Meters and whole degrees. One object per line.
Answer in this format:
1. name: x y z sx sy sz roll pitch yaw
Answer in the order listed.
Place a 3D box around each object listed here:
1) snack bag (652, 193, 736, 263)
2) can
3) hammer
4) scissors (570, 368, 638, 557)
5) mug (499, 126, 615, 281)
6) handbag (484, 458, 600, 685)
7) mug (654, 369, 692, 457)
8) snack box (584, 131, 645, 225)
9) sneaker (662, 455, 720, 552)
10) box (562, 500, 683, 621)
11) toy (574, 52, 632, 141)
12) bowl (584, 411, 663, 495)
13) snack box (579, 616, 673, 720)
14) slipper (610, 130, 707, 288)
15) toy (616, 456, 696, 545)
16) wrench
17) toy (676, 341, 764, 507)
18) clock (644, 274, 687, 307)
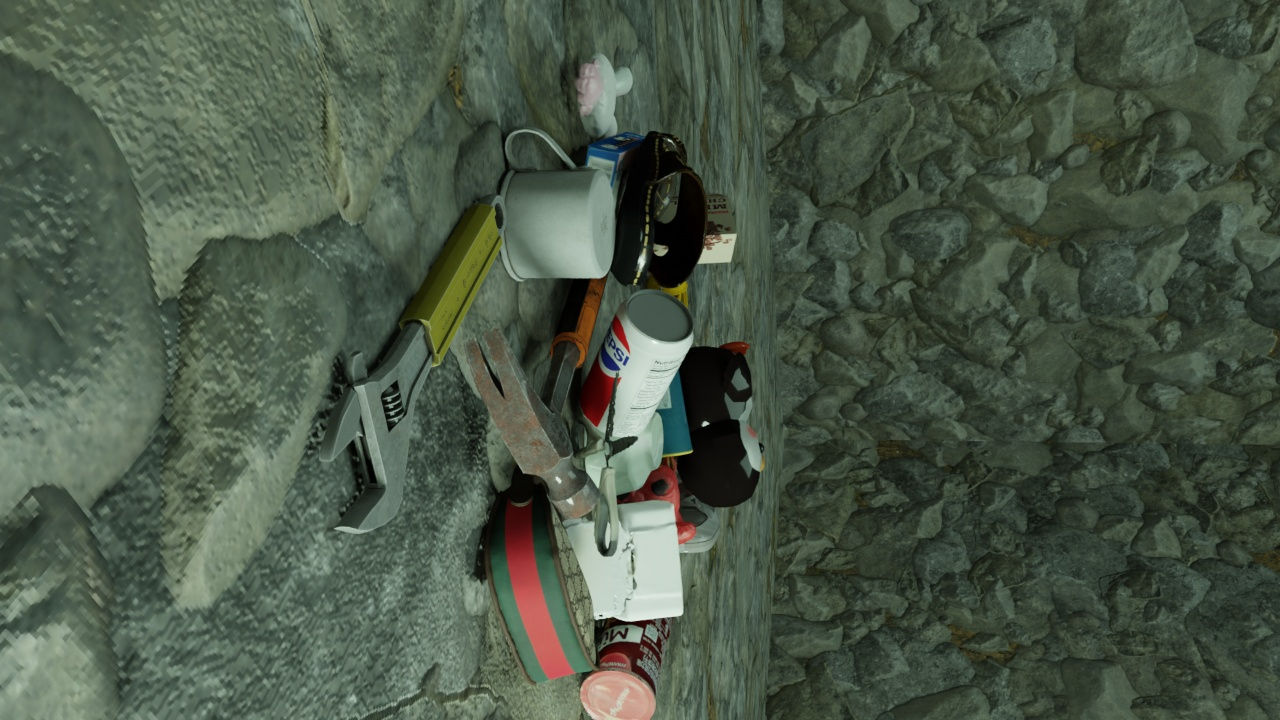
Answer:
1. snack bag: 0.048 -0.144 1.013 0.206 0.094 0.070 -90 177 -78
2. can: -0.005 0.005 0.815 0.070 0.070 0.132 -77 -170 -46
3. hammer: -0.061 -0.027 0.723 0.138 0.035 0.313 59 20 -25
4. scissors: -0.031 0.080 0.754 0.157 0.012 0.171 -148 -122 -63
5. mug: -0.062 -0.115 0.677 0.084 0.070 0.113 -61 150 -66
6. handbag: -0.072 0.151 0.682 0.138 0.063 0.167 -102 178 -57
7. mug: 0.013 0.044 1.008 0.078 0.078 0.121 -3 88 -77
8. snack box: -0.025 -0.167 0.877 0.153 0.033 0.088 -56 161 -68
9. sneaker: 0.059 0.149 1.156 0.235 0.099 0.089 -78 165 -68
10. box: -0.030 0.187 0.828 0.152 0.132 0.107 155 -71 -71
11. toy: -0.039 -0.247 0.855 0.122 0.038 0.079 -9 111 -77
12. bowl: -0.012 0.079 0.914 0.117 0.061 0.117 0 89 -76
13. snack box: -0.011 0.286 0.893 0.121 0.072 0.072 -67 153 -62
14. slipper: 0.024 -0.133 0.820 0.267 0.076 0.113 -76 178 -65
15. toy: 0.016 0.170 1.004 0.094 0.088 0.133 -85 173 -74
16. wrench: -0.120 -0.018 0.530 0.272 0.018 0.084 -75 160 -50
17. toy: 0.074 0.083 1.075 0.160 0.140 0.184 -46 -128 47
18. clock: 0.033 -0.050 1.145 0.152 0.052 0.113 77 17 -59
